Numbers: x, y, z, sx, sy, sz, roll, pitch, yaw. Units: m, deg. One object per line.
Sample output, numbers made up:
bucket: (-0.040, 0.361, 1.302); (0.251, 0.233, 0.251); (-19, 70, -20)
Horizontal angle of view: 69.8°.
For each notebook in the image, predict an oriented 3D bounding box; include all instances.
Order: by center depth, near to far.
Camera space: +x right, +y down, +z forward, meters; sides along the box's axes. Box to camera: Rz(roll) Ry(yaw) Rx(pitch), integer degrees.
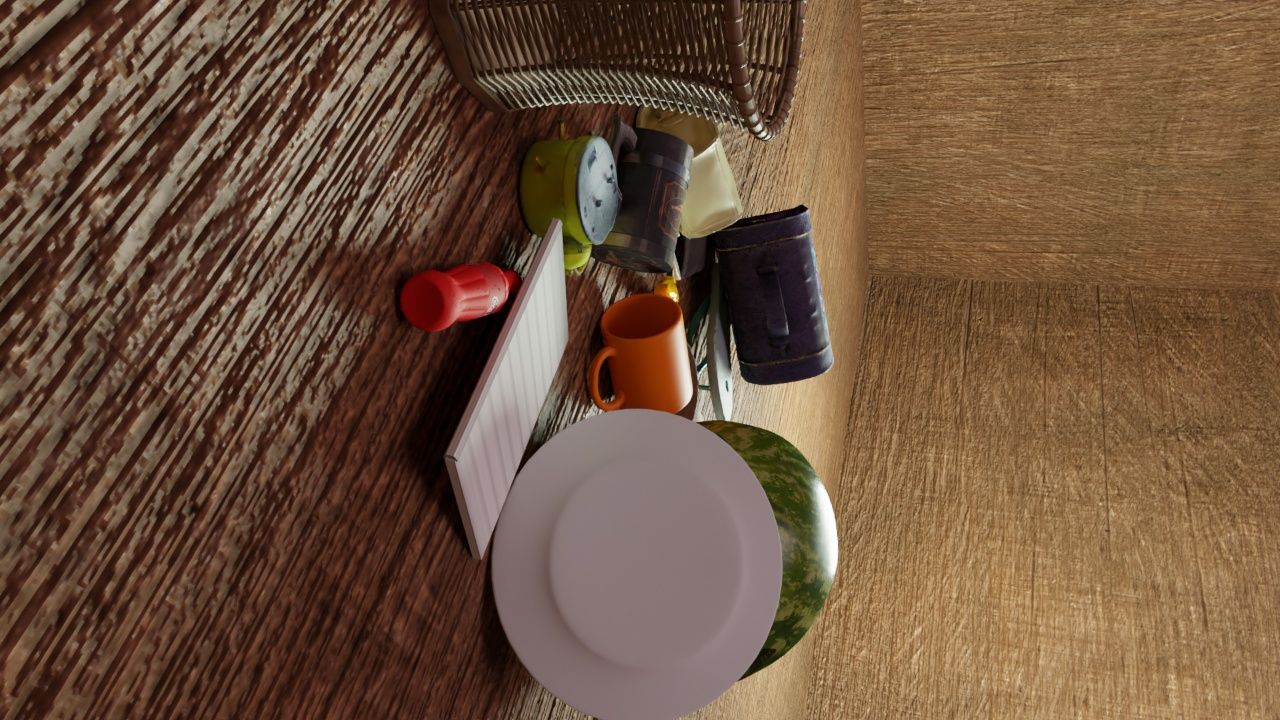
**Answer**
notebook: (-0.089, 0.019, 0.663); (0.143, 0.009, 0.209); (92, 13, -53)

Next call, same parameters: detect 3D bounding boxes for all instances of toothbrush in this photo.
toothbrush: (0.025, -0.068, 0.925); (0.197, 0.031, 0.031); (103, -10, -86)

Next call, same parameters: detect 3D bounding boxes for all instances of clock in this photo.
clock: (-0.051, -0.121, 0.718); (0.083, 0.057, 0.119); (-67, 154, -44)

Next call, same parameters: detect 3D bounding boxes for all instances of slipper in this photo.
slipper: (0.086, -0.033, 1.180); (0.268, 0.055, 0.098); (-83, 162, -45)

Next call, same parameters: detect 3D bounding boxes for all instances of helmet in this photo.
helmet: (0.080, 0.180, 0.894); (0.247, 0.213, 0.242); (50, 59, -46)

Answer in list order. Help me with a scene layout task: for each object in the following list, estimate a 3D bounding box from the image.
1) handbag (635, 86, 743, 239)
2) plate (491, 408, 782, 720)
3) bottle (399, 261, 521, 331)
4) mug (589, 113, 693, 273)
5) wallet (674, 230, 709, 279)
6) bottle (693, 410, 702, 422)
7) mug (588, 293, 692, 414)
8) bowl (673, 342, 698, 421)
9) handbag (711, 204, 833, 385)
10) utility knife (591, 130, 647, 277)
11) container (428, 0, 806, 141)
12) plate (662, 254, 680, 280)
handbag: (0.046, -0.200, 0.942); (0.119, 0.081, 0.111); (61, 6, -52)
plate: (0.005, 0.157, 0.716); (0.016, 0.242, 0.242); (148, -46, -67)
bottle: (-0.110, -0.045, 0.595); (0.118, 0.036, 0.036); (-31, 123, -68)
mug: (-0.007, -0.144, 0.798); (0.115, 0.080, 0.107); (27, 74, -63)
wallet: (0.060, -0.162, 1.088); (0.099, 0.031, 0.120); (-34, 129, -64)
bottle: (0.042, 0.129, 1.061); (0.051, 0.051, 0.146); (12, 83, -71)
mug: (-0.005, 0.005, 0.875); (0.112, 0.078, 0.096); (-37, 134, -31)
bowl: (0.025, 0.028, 1.003); (0.117, 0.030, 0.118); (6, 83, -61)
handbag: (0.171, -0.090, 1.184); (0.221, 0.125, 0.205); (-72, 150, -70)
utility knife: (-0.021, -0.145, 0.874); (0.181, 0.015, 0.022); (66, 28, -50)
container: (-0.007, -0.260, 0.596); (0.226, 0.196, 0.227); (5, 89, -71)
plate: (0.014, -0.128, 0.930); (0.104, 0.026, 0.104); (-16, 89, -83)
